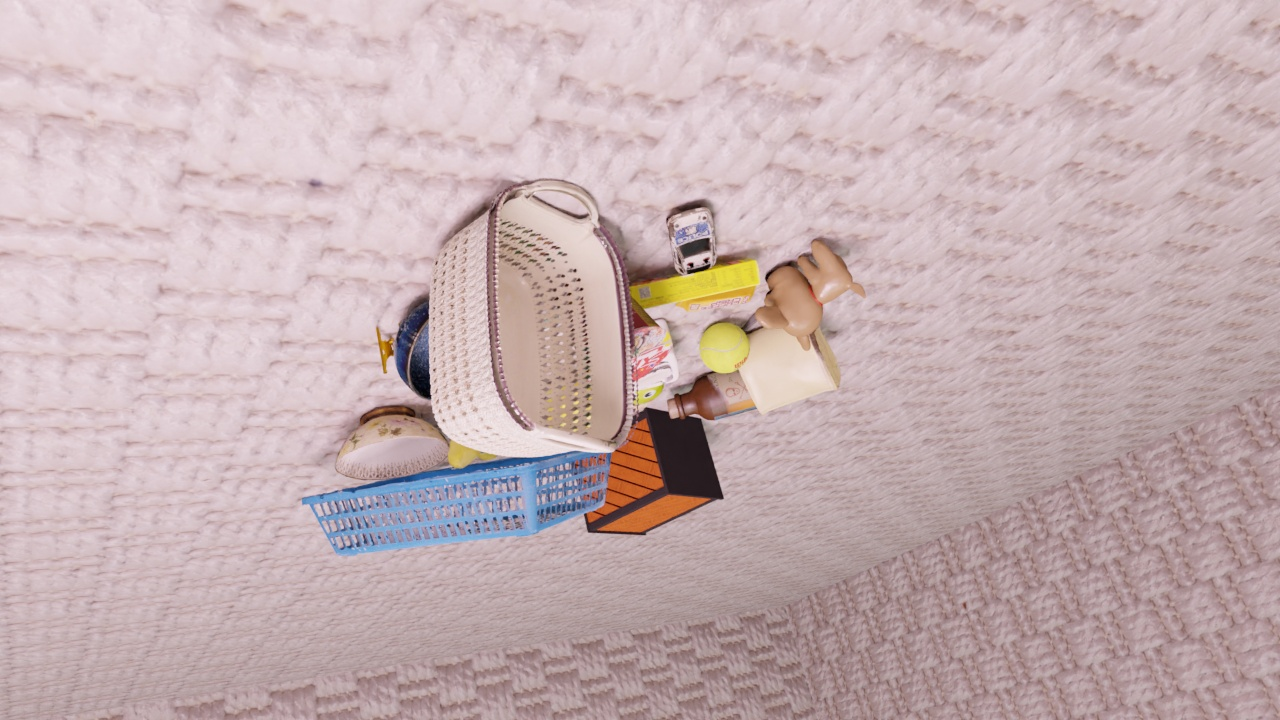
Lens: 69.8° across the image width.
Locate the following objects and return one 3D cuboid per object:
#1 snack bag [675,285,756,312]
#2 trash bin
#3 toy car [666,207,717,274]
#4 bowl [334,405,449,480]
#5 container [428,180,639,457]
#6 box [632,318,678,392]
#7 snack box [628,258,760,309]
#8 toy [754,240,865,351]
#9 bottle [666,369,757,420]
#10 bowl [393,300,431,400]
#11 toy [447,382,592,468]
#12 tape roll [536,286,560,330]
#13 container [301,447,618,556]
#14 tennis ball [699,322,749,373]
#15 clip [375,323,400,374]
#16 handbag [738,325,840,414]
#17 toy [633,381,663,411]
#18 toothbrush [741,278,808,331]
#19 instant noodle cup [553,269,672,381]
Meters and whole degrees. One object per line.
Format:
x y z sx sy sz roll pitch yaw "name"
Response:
0.092 -0.075 1.107 0.099 0.020 0.026 -9 157 -12 "snack bag"
0.008 0.183 1.469 0.172 0.139 0.139 -31 151 32 "trash bin"
0.055 -0.122 0.961 0.048 0.040 0.113 -17 155 1 "toy car"
-0.326 0.102 1.198 0.145 0.063 0.145 -12 156 -6 "bowl"
-0.101 -0.025 0.853 0.144 0.251 0.184 -20 155 36 "container"
-0.004 0.017 1.165 0.107 0.095 0.102 -13 155 1 "box"
0.058 -0.086 1.034 0.148 0.029 0.040 -13 -169 -5 "snack box"
0.195 -0.078 1.072 0.108 0.105 0.134 -43 148 17 "toy"
0.116 0.051 1.334 0.157 0.067 0.068 -15 156 1 "bottle"
-0.223 -0.020 0.979 0.114 0.061 0.115 -40 144 -39 "bowl"
-0.145 0.079 1.226 0.214 0.084 0.149 -16 179 4 "toy"
-0.130 -0.053 1.031 0.094 0.018 0.094 -13 156 -6 "tape roll"
-0.232 0.188 1.237 0.363 0.089 0.256 -11 177 24 "container"
0.109 -0.016 1.187 0.065 0.065 0.065 -12 156 -6 "tennis ball"
-0.270 -0.014 1.009 0.048 0.054 0.046 -6 -174 34 "clip"
0.198 0.001 1.233 0.119 0.111 0.081 -22 -168 24 "handbag"
-0.014 0.045 1.279 0.092 0.043 0.118 -7 156 -20 "toy"
0.158 -0.061 1.184 0.013 0.012 0.168 14 144 -33 "toothbrush"
-0.039 -0.040 0.977 0.100 0.112 0.100 -27 153 -15 "instant noodle cup"
